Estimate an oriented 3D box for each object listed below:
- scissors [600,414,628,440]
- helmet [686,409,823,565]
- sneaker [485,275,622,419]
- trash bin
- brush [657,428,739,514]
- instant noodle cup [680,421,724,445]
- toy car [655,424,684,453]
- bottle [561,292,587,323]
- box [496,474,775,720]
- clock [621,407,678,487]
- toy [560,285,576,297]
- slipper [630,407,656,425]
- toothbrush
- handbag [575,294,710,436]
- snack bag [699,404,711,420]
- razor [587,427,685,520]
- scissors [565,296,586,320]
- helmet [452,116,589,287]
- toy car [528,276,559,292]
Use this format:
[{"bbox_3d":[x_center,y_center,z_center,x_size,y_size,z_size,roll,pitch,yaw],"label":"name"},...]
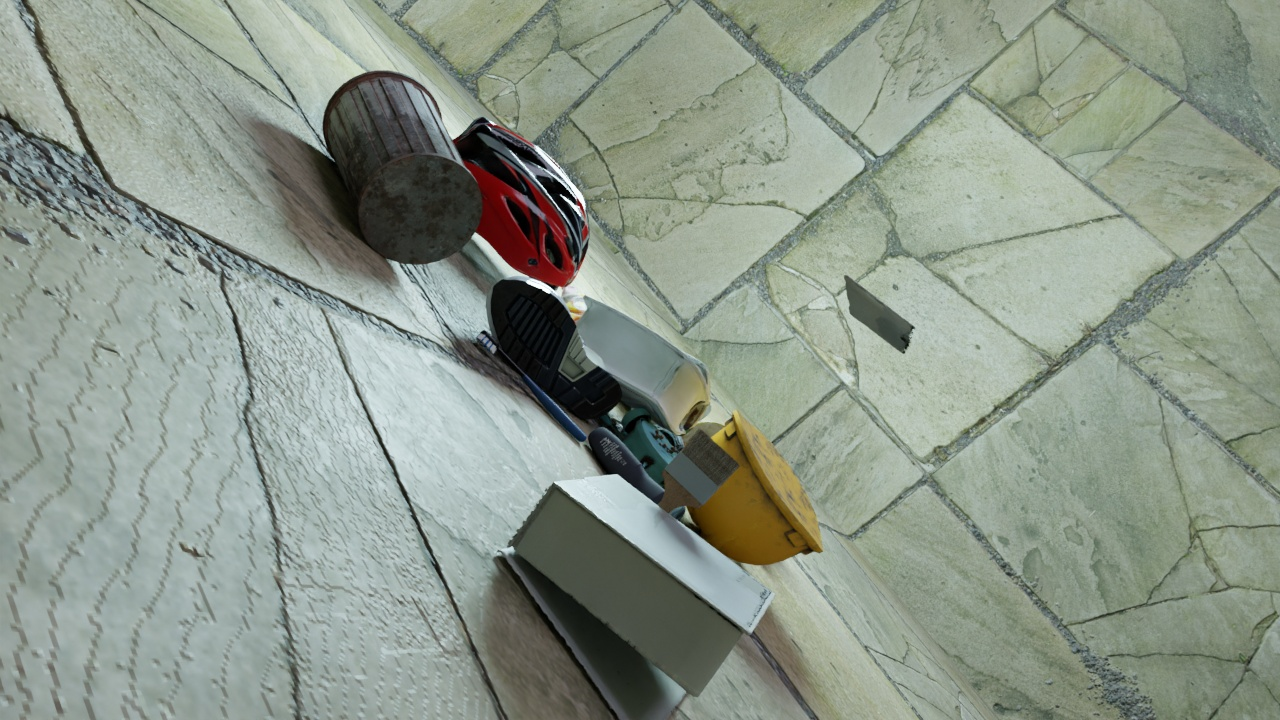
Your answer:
[{"bbox_3d":[-0.034,0.084,1.205,0.135,0.015,0.135,49,4,1],"label":"scissors"},{"bbox_3d":[0.129,0.180,1.169,0.205,0.131,0.255,60,10,16],"label":"helmet"},{"bbox_3d":[-0.117,-0.031,1.069,0.124,0.089,0.240,50,-3,47],"label":"sneaker"},{"bbox_3d":[-0.254,-0.209,0.965,0.131,0.131,0.211,41,12,-45],"label":"trash bin"},{"bbox_3d":[0.019,0.125,0.758,0.045,0.143,0.008,41,4,14],"label":"brush"},{"bbox_3d":[0.087,0.132,1.366,0.102,0.102,0.108,47,-5,-9],"label":"instant noodle cup"},{"bbox_3d":[0.034,0.126,1.232,0.120,0.056,0.044,-108,-174,-62],"label":"toy car"},{"bbox_3d":[-0.096,-0.050,1.346,0.063,0.063,0.108,44,24,-33],"label":"bottle"},{"bbox_3d":[-0.105,0.256,0.686,0.171,0.404,0.168,50,8,13],"label":"box"},{"bbox_3d":[0.011,0.109,1.142,0.090,0.053,0.124,46,12,-29],"label":"clock"},{"bbox_3d":[-0.103,-0.064,1.447,0.110,0.047,0.063,64,-7,-18],"label":"toy"},{"bbox_3d":[-0.006,0.029,1.394,0.112,0.074,0.246,94,-24,-46],"label":"slipper"},{"bbox_3d":[-0.114,0.030,0.979,0.168,0.014,0.014,49,-27,-21],"label":"toothbrush"},{"bbox_3d":[-0.007,0.007,1.222,0.198,0.096,0.142,31,-12,26],"label":"handbag"},{"bbox_3d":[0.033,0.033,1.455,0.077,0.041,0.225,63,-16,-23],"label":"snack bag"},{"bbox_3d":[-0.009,0.128,1.002,0.143,0.047,0.052,49,-18,23],"label":"razor"},{"bbox_3d":[-0.118,-0.078,1.306,0.130,0.013,0.070,18,49,-13],"label":"scissors"},{"bbox_3d":[-0.176,-0.217,1.299,0.272,0.167,0.217,41,12,-29],"label":"helmet"},{"bbox_3d":[-0.150,-0.105,1.366,0.047,0.047,0.111,33,12,-1],"label":"toy car"}]
